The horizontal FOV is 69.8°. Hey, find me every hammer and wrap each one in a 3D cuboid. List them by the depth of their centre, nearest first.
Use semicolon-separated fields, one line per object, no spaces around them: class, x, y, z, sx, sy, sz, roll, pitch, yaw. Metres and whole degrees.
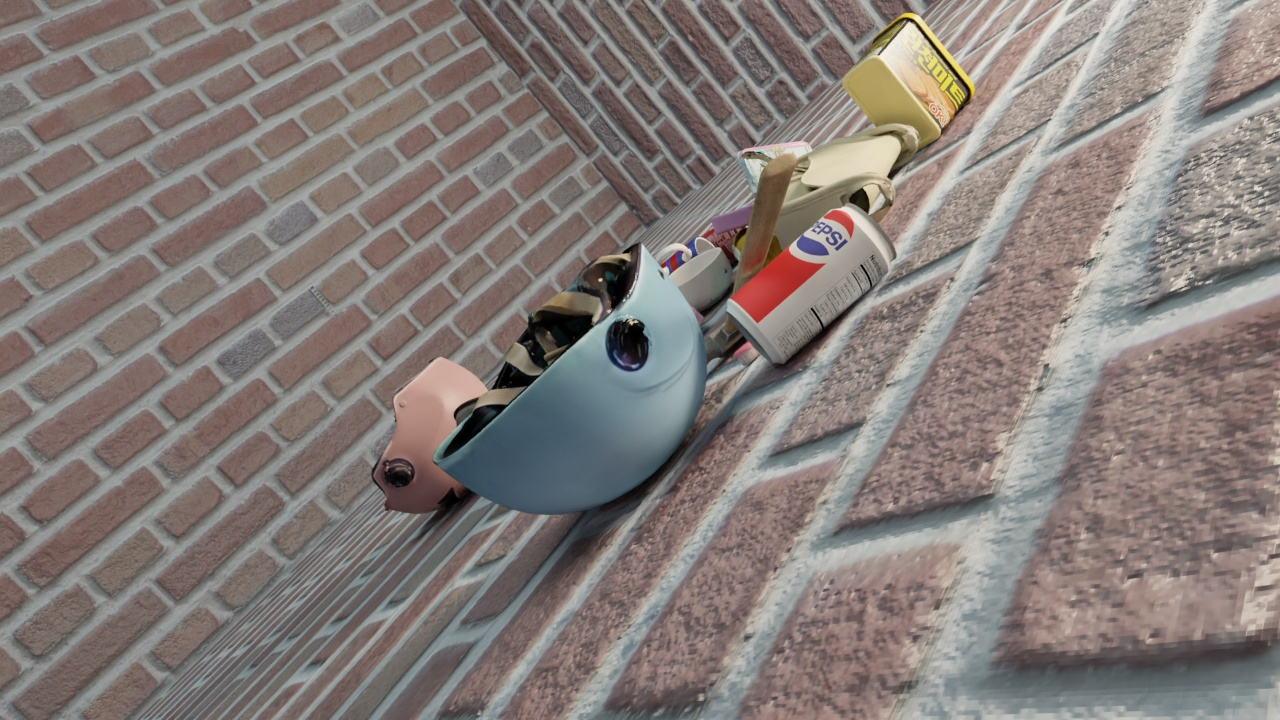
hammer;0.090;-0.079;0.782;0.119;0.030;0.332;-37;-17;-13

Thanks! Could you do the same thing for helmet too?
helmet;-0.045;0.031;0.769;0.226;0.167;0.264;-35;9;46
helmet;-0.310;0.129;1.430;0.230;0.152;0.255;-89;18;-81

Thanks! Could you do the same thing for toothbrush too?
toothbrush;0.141;-0.042;0.835;0.135;0.016;0.021;-39;9;3

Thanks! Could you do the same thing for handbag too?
handbag;0.205;-0.206;1.025;0.185;0.132;0.228;-28;17;37

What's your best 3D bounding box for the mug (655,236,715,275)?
mug;0.063;-0.133;1.323;0.076;0.111;0.075;-36;53;30

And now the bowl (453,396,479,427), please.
bowl;-0.167;0.098;1.186;0.145;0.144;0.067;-32;56;46

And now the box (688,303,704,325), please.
box;-0.013;0.000;1.162;0.201;0.059;0.155;-41;8;-3

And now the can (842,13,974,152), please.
can;0.315;-0.323;1.082;0.100;0.131;0.073;-50;12;-30

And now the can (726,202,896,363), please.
can;0.139;-0.062;0.754;0.132;0.070;0.070;-41;9;1

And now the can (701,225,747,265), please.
can;0.125;-0.173;1.379;0.114;0.063;0.063;-36;10;33

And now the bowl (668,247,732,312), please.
bowl;0.079;-0.101;1.237;0.105;0.054;0.104;-35;15;10

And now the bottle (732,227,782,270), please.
bottle;0.147;-0.144;1.180;0.053;0.053;0.186;-40;8;8

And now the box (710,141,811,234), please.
box;0.165;-0.235;1.219;0.090;0.092;0.213;-14;7;35
